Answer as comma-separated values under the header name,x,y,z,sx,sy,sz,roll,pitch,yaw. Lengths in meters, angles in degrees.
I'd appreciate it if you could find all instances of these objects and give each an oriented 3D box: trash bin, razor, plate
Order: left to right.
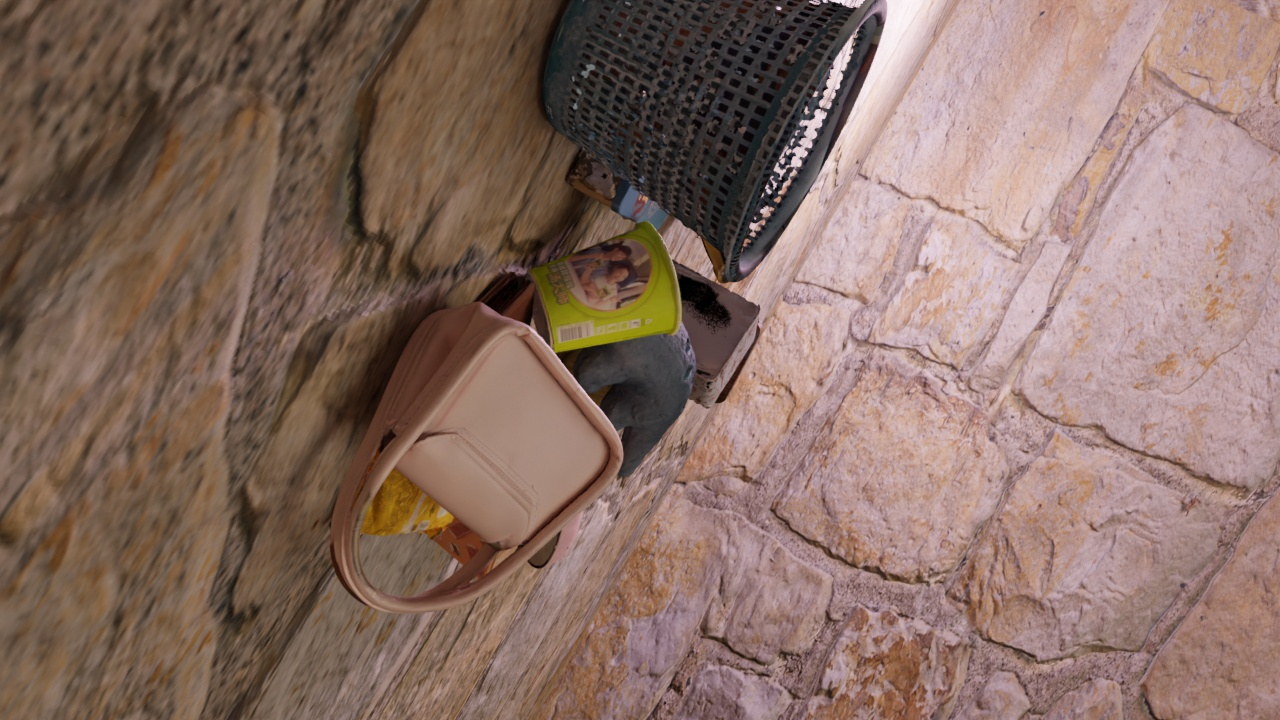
name,x,y,z,sx,sy,sz,roll,pitch,yaw
plate,-0.098,0.134,1.025,0.193,0.039,0.192,-177,-90,-67
trash bin,0.044,-0.203,0.692,0.226,0.195,0.227,-56,168,-18
razor,0.094,-0.161,1.192,0.167,0.068,0.062,-101,167,-45

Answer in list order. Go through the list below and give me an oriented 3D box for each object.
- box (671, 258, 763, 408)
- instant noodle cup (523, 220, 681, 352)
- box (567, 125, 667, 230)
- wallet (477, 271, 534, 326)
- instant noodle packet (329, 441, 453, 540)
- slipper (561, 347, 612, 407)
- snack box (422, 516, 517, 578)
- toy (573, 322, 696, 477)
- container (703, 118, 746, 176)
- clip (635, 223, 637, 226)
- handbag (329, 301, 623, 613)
name,x,y,z,sx,sy,sz,roll,pitch,yaw
box,0.050,-0.029,1.200,0.152,0.182,0.178,-54,164,-24
instant noodle cup,-0.039,-0.061,0.853,0.123,0.111,0.112,-16,154,-14
box,-0.004,-0.180,0.886,0.090,0.061,0.184,-61,167,10
wallet,-0.140,-0.009,0.811,0.124,0.032,0.101,-53,169,-27
instant noodle packet,-0.189,0.094,0.768,0.110,0.044,0.128,12,109,-50
slipper,-0.074,0.065,1.138,0.191,0.091,0.081,-68,168,23
snack box,-0.158,0.152,0.946,0.092,0.094,0.077,-40,161,-47
toy,-0.006,0.006,1.024,0.138,0.091,0.357,-24,138,-6
container,0.092,-0.228,1.057,0.114,0.090,0.090,-47,153,-56
clip,0.009,-0.172,1.076,0.040,0.014,0.056,-46,162,-50
handbag,-0.138,0.093,0.714,0.233,0.093,0.193,-54,130,-18
